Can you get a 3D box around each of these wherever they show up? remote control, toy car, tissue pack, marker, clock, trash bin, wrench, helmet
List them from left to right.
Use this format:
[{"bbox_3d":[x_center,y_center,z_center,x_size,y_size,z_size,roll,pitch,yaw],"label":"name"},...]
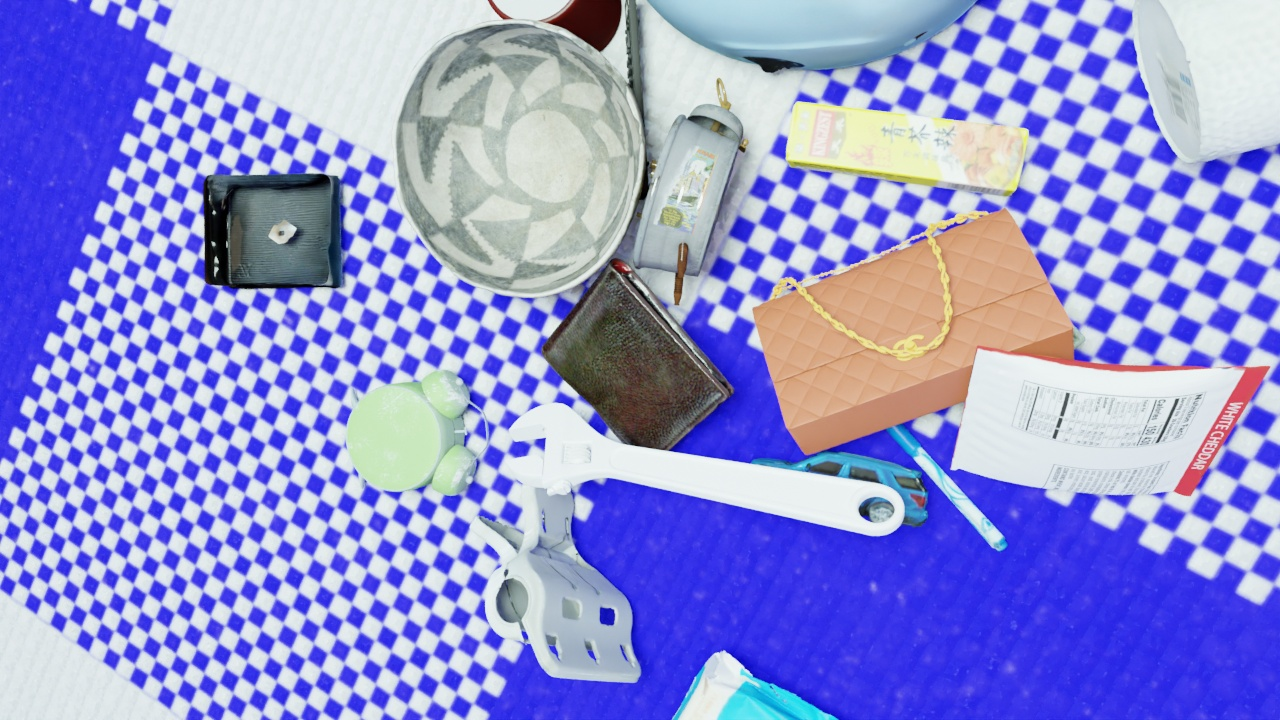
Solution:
[{"bbox_3d":[-0.170,0.057,0.690,0.119,0.042,0.094,-7,91,14],"label":"clock"},{"bbox_3d":[-0.003,-0.185,0.643,0.009,0.030,0.140,-4,91,-5],"label":"remote control"},{"bbox_3d":[0.031,0.074,0.597,0.274,0.018,0.066,8,53,23],"label":"wrench"},{"bbox_3d":[0.033,-0.118,0.605,0.056,0.104,0.147,19,81,3],"label":"clock"},{"bbox_3d":[0.050,0.311,0.632,0.117,0.066,0.209,32,101,12],"label":"tissue pack"},{"bbox_3d":[0.092,-0.295,0.549,0.266,0.166,0.225,4,103,24],"label":"helmet"},{"bbox_3d":[0.130,0.082,0.609,0.120,0.056,0.043,8,88,11],"label":"toy car"},{"bbox_3d":[0.193,0.070,0.611,0.013,0.013,0.142,-43,82,12],"label":"marker"},{"bbox_3d":[0.373,-0.186,0.500,0.162,0.133,0.133,-18,87,19],"label":"trash bin"}]

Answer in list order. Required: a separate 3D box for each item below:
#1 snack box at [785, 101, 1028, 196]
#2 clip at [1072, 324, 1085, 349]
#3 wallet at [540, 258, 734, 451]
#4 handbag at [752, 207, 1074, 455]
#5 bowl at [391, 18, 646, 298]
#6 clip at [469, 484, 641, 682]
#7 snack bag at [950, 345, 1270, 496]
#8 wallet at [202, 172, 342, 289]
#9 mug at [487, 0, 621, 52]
[{"bbox_3d":[0.172,-0.139,0.600,0.148,0.029,0.040,11,94,14],"label":"snack box"},{"bbox_3d":[0.246,0.004,0.587,0.076,0.045,0.023,-42,80,14],"label":"clip"},{"bbox_3d":[-0.004,0.004,0.634,0.120,0.031,0.100,48,130,6],"label":"wallet"},{"bbox_3d":[0.163,-0.025,0.579,0.172,0.060,0.108,-21,55,14],"label":"handbag"},{"bbox_3d":[-0.073,-0.136,0.625,0.179,0.081,0.178,4,103,17],"label":"bowl"},{"bbox_3d":[-0.061,0.156,0.632,0.075,0.124,0.144,-38,58,9],"label":"clip"},{"bbox_3d":[0.267,0.040,0.543,0.144,0.131,0.039,5,52,15],"label":"snack bag"},{"bbox_3d":[-0.287,-0.101,0.722,0.115,0.026,0.089,2,93,14],"label":"wallet"},{"bbox_3d":[-0.050,-0.266,0.626,0.073,0.082,0.106,33,99,11],"label":"mug"}]
